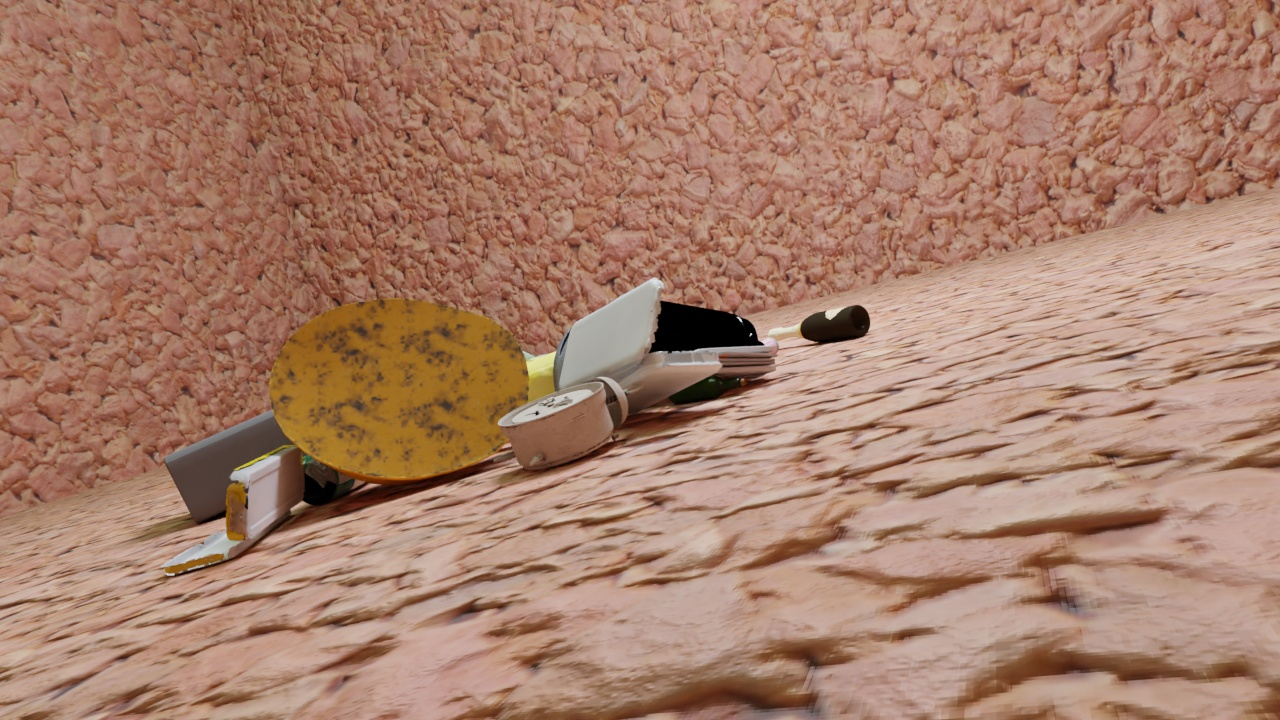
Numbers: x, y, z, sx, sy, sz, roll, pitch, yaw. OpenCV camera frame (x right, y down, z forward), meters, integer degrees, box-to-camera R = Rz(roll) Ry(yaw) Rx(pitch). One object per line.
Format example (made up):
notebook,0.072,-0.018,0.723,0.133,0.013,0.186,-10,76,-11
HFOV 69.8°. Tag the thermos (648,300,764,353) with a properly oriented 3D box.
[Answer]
thermos,0.065,-0.025,1.156,0.198,0.086,0.086,7,-10,-34

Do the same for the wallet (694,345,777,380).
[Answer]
wallet,0.099,0.003,1.062,0.118,0.037,0.115,-2,-9,-25

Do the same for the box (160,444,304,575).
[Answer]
box,-0.367,0.141,0.863,0.117,0.057,0.210,-53,8,-3

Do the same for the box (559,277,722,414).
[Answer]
box,-0.014,-0.020,0.988,0.106,0.127,0.216,-6,-14,-32

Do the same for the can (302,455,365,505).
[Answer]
can,-0.340,0.123,1.019,0.055,0.055,0.101,-14,4,12

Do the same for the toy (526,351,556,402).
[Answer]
toy,-0.153,0.047,1.185,0.214,0.084,0.149,-13,-16,-4

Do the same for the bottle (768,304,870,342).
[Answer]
bottle,0.259,-0.048,1.372,0.045,0.045,0.185,-17,4,-34

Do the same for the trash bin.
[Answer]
trash bin,-0.476,0.112,1.193,0.219,0.097,0.192,-26,7,-18

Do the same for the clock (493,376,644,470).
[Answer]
clock,-0.058,0.058,0.867,0.156,0.061,0.104,-25,10,-31

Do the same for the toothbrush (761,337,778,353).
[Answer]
toothbrush,0.129,0.001,1.283,0.027,0.026,0.222,-26,-5,39

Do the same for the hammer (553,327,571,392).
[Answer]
hammer,-0.007,0.007,1.204,0.025,0.118,0.332,-7,2,33

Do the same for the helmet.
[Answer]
helmet,-0.252,0.051,0.979,0.255,0.205,0.132,0,-29,-13

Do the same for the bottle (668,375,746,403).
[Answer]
bottle,0.075,0.031,1.027,0.106,0.025,0.025,-11,5,43

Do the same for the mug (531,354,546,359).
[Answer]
mug,-0.135,0.029,1.333,0.103,0.084,0.111,-27,41,-22

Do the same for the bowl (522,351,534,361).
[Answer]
bowl,-0.224,0.044,1.427,0.151,0.076,0.151,3,-31,2

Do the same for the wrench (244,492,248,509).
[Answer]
wrench,-0.339,0.135,1.106,0.273,0.022,0.073,-14,9,-15
